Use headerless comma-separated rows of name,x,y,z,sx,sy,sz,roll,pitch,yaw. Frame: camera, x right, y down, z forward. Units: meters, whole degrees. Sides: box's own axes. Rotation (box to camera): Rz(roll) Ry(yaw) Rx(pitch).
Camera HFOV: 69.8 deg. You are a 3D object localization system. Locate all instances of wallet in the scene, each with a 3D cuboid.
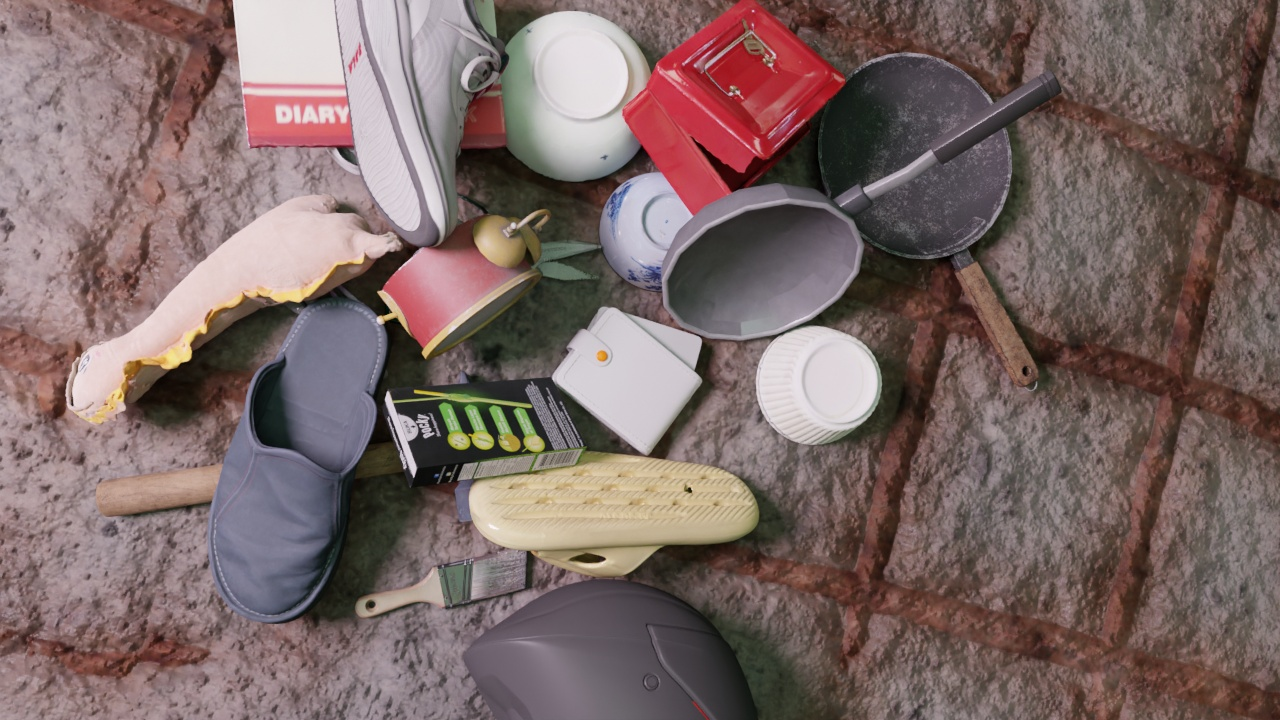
wallet,-0.005,0.005,0.831,0.118,0.037,0.115,39,80,-10

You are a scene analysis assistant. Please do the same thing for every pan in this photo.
pan,0.172,-0.130,0.765,0.178,0.358,0.041,32,36,-44
pan,0.299,-0.128,0.902,0.207,0.040,0.357,-27,92,-12

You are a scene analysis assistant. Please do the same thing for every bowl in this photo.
bowl,-0.057,-0.244,0.821,0.153,0.073,0.153,1,85,-11
bowl,0.021,-0.122,0.841,0.114,0.045,0.114,1,86,-11
bowl,0.171,0.021,0.851,0.115,0.062,0.115,1,85,-11

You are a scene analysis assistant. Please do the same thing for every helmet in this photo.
helmet,-0.014,0.267,0.745,0.264,0.165,0.169,19,53,-15

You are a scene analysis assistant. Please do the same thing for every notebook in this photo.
notebook,-0.218,-0.250,0.755,0.208,0.012,0.153,-6,91,-22

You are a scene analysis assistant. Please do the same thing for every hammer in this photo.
hammer,-0.282,0.091,0.772,0.321,0.040,0.129,-8,83,-11

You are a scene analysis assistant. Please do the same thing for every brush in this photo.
brush,-0.170,0.196,0.796,0.151,0.012,0.039,-11,88,-12

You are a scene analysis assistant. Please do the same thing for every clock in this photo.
clock,-0.140,-0.078,0.751,0.159,0.117,0.081,-37,91,11

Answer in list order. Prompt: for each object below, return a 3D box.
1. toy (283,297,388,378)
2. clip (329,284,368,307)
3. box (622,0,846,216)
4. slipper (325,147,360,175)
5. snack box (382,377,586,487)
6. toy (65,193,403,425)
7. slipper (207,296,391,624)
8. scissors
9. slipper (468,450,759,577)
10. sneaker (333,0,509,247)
toy,-0.265,-0.020,0.783,0.049,0.030,0.111,-37,87,0
clip,-0.247,-0.048,0.800,0.042,0.014,0.052,-16,91,-12
box,0.077,-0.221,0.810,0.134,0.113,0.157,46,56,0
slipper,-0.249,-0.281,0.783,0.112,0.075,0.247,-11,94,-38
snack box,-0.127,0.056,0.753,0.147,0.025,0.080,-4,48,-34
toy,-0.326,-0.040,0.722,0.263,0.196,0.065,-45,131,-21
slipper,-0.270,0.074,0.715,0.109,0.083,0.265,17,82,-6
scissors,-0.135,-0.112,0.825,0.209,0.015,0.142,-13,87,-11
slipper,-0.024,0.136,0.796,0.261,0.111,0.079,3,126,-22
sneaker,-0.158,-0.211,0.718,0.128,0.097,0.263,-4,75,-31
